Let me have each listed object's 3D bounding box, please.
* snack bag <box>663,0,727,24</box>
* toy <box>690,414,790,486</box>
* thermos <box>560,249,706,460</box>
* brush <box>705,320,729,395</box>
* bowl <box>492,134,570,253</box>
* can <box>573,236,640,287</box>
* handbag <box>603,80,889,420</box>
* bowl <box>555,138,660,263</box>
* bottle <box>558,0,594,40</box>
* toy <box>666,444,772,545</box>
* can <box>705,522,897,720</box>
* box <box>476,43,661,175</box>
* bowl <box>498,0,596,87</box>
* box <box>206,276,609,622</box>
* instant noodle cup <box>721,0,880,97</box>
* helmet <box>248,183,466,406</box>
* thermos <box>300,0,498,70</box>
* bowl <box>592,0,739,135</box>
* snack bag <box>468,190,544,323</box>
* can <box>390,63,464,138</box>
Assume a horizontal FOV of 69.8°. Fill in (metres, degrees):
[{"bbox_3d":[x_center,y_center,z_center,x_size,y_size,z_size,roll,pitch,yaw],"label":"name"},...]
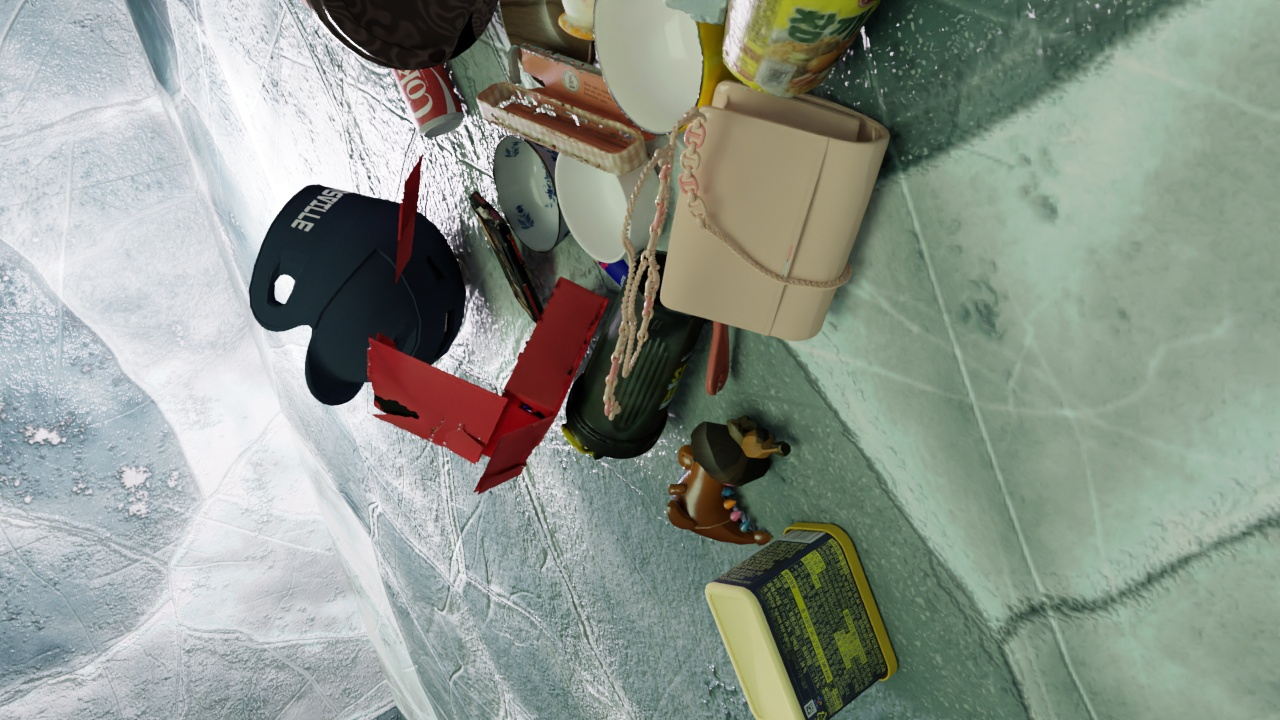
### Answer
[{"bbox_3d":[0.017,-0.280,0.522,0.078,0.041,0.224,101,165,-44],"label":"snack bag"},{"bbox_3d":[0.086,0.071,0.749,0.076,0.062,0.100,35,153,-24],"label":"toy"},{"bbox_3d":[-0.005,0.005,0.806,0.098,0.098,0.221,52,144,22],"label":"thermos"},{"bbox_3d":[0.071,-0.040,0.709,0.030,0.040,0.173,22,131,27],"label":"brush"},{"bbox_3d":[-0.090,-0.162,0.864,0.114,0.045,0.114,37,140,39],"label":"bowl"},{"bbox_3d":[-0.023,-0.094,0.820,0.095,0.032,0.032,47,145,29],"label":"can"},{"bbox_3d":[0.064,-0.050,0.561,0.116,0.186,0.199,20,132,9],"label":"handbag"},{"bbox_3d":[-0.021,-0.139,0.765,0.105,0.054,0.105,38,142,37],"label":"bowl"},{"bbox_3d":[-0.028,-0.285,0.650,0.063,0.063,0.109,50,138,25],"label":"bottle"},{"bbox_3d":[0.075,0.120,0.821,0.103,0.070,0.090,22,120,21],"label":"toy"},{"bbox_3d":[0.127,0.214,0.734,0.075,0.104,0.135,-12,101,60],"label":"can"},{"bbox_3d":[-0.059,-0.199,0.723,0.187,0.054,0.079,30,103,37],"label":"box"},{"bbox_3d":[-0.068,-0.282,0.749,0.119,0.032,0.119,35,141,34],"label":"bowl"},{"bbox_3d":[-0.189,0.098,0.851,0.107,0.408,0.212,47,154,4],"label":"box"},{"bbox_3d":[0.090,-0.207,0.507,0.102,0.102,0.108,56,158,17],"label":"instant noodle cup"},{"bbox_3d":[-0.330,-0.066,1.133,0.223,0.231,0.273,22,116,1],"label":"helmet"},{"bbox_3d":[-0.247,-0.371,0.851,0.226,0.172,0.173,38,141,50],"label":"thermos"},{"bbox_3d":[0.028,-0.216,0.616,0.117,0.067,0.117,38,140,39],"label":"bowl"},{"bbox_3d":[-0.136,-0.102,0.960,0.074,0.018,0.155,47,163,40],"label":"snack bag"},{"bbox_3d":[-0.230,-0.293,0.982,0.054,0.053,0.096,-18,96,60],"label":"can"}]
